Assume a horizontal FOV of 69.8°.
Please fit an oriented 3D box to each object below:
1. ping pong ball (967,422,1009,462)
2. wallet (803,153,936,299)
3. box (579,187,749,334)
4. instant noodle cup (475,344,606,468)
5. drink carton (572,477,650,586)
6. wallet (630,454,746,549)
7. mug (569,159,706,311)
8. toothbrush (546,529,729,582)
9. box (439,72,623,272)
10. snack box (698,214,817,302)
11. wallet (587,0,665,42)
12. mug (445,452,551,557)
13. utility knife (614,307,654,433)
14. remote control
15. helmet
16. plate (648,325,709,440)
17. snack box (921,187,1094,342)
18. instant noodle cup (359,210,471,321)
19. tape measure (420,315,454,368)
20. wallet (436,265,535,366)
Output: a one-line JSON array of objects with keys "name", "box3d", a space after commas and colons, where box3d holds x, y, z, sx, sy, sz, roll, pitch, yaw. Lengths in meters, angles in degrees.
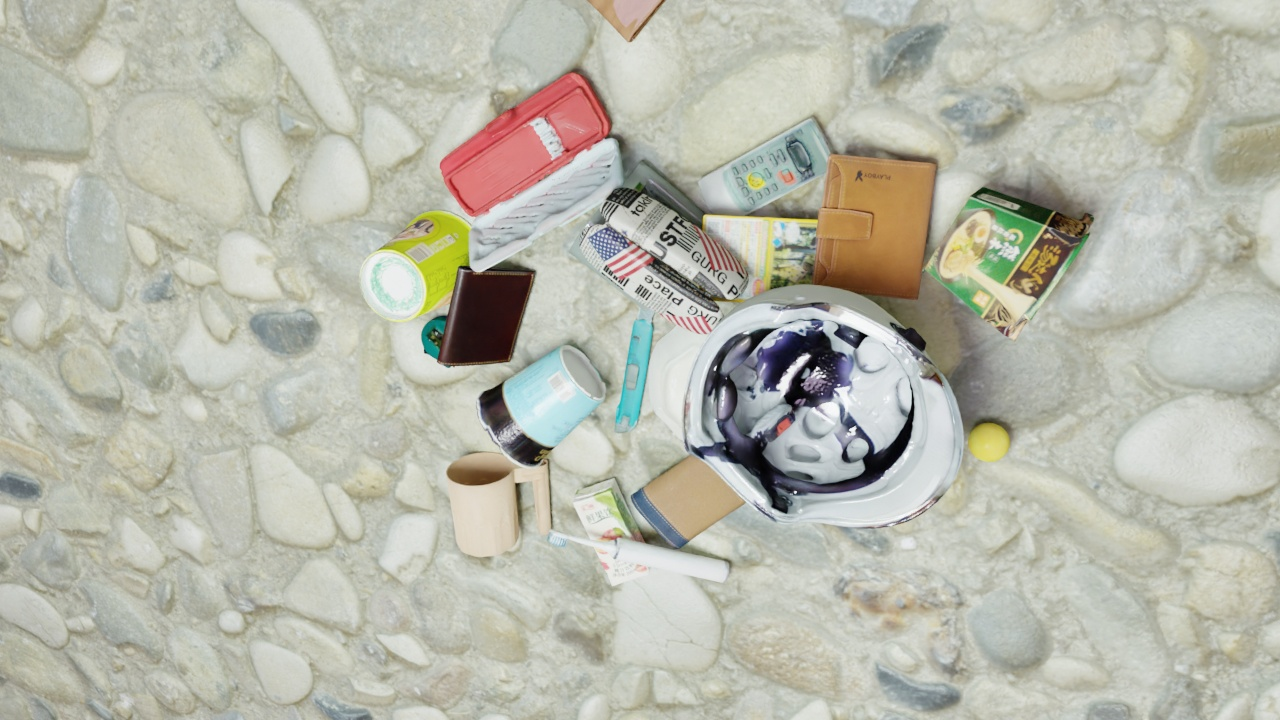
[{"name": "ping pong ball", "box3d": [0.357, 0.084, 0.941, 0.040, 0.040, 0.040, 7, 113, 16]}, {"name": "wallet", "box3d": [0.216, -0.128, 0.880, 0.119, 0.035, 0.131, 4, 100, -5]}, {"name": "box", "box3d": [0.020, -0.094, 0.898, 0.162, 0.075, 0.086, 34, 130, -4]}, {"name": "instant noodle cup", "box3d": [-0.107, 0.046, 1.051, 0.121, 0.111, 0.111, -37, 96, 18]}, {"name": "drink carton", "box3d": [-0.033, 0.207, 1.117, 0.053, 0.045, 0.122, -21, 105, 12]}, {"name": "wallet", "box3d": [0.057, 0.162, 1.078, 0.115, 0.033, 0.090, -39, 99, 26]}, {"name": "mug", "box3d": [0.003, -0.129, 0.957, 0.103, 0.083, 0.124, 39, 93, -1]}, {"name": "toothbrush", "box3d": [-0.002, 0.228, 1.084, 0.221, 0.027, 0.026, 14, 89, -11]}, {"name": "box", "box3d": [-0.114, -0.194, 0.970, 0.202, 0.069, 0.157, -26, 77, 25]}, {"name": "snack box", "box3d": [0.129, -0.100, 0.922, 0.140, 0.033, 0.087, 3, 99, 7]}, {"name": "wallet", "box3d": [-0.010, -0.385, 0.884, 0.101, 0.020, 0.115, 45, 115, -3]}, {"name": "mug", "box3d": [-0.174, 0.177, 1.141, 0.124, 0.084, 0.104, -5, 113, -8]}, {"name": "utility knife", "box3d": [-0.006, 0.006, 1.045, 0.029, 0.013, 0.185, 16, 115, 12]}, {"name": "remote control", "box3d": [0.125, -0.187, 0.919, 0.135, 0.019, 0.056, -25, 102, 25]}, {"name": "helmet", "box3d": [0.173, 0.033, 0.884, 0.258, 0.145, 0.230, 26, 118, -4]}, {"name": "plate", "box3d": [0.132, 0.040, 1.000, 0.266, 0.034, 0.162, 10, 114, 14]}, {"name": "snack box", "box3d": [0.333, -0.100, 0.841, 0.105, 0.118, 0.118, 34, 118, 14]}, {"name": "instant noodle cup", "box3d": [-0.247, -0.098, 1.019, 0.112, 0.123, 0.112, 7, 113, 16]}, {"name": "tape measure", "box3d": [-0.237, -0.025, 1.102, 0.054, 0.025, 0.058, 33, 117, 2]}, {"name": "wallet", "box3d": [-0.175, -0.049, 1.040, 0.020, 0.096, 0.122, 45, 125, 41]}]
